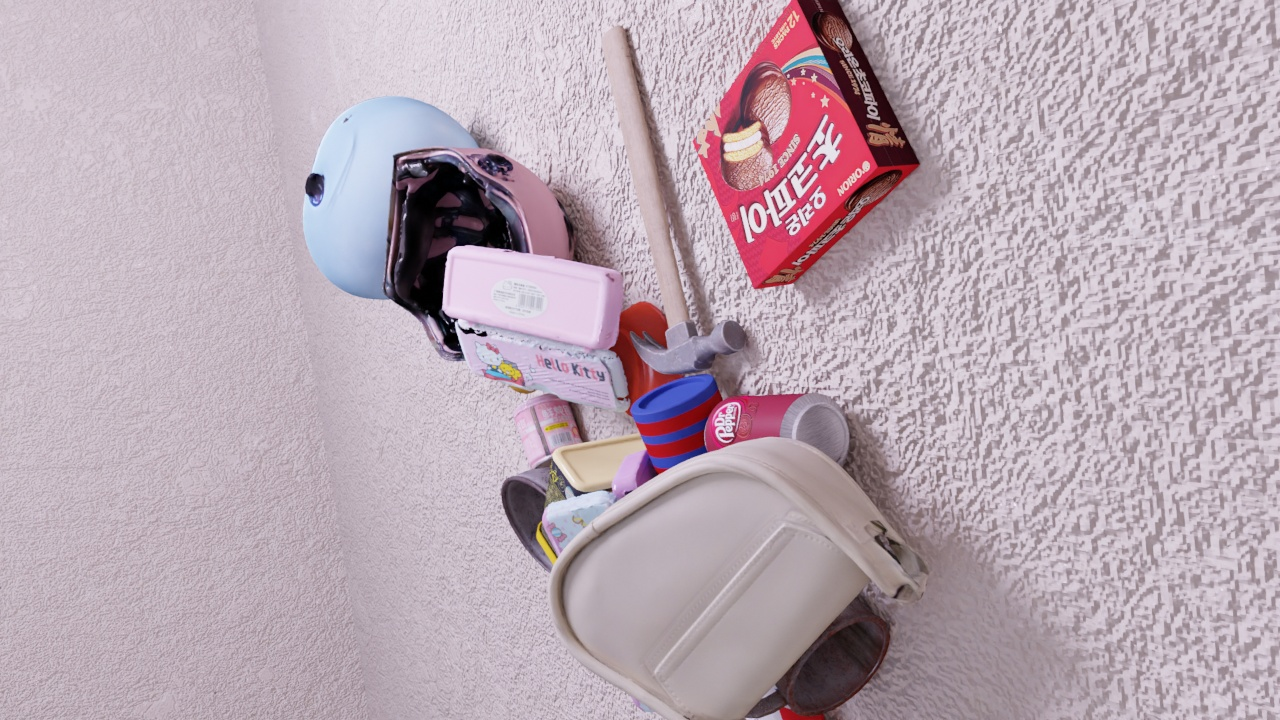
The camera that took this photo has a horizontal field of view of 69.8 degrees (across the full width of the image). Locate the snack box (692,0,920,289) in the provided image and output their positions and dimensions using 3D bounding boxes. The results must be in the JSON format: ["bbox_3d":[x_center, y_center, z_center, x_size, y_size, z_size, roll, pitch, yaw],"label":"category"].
[{"bbox_3d":[0.107,-0.146,0.640,0.152,0.035,0.132,-47,58,56],"label":"snack box"}]

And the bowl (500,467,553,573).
[{"bbox_3d":[-0.084,0.175,1.032,0.145,0.067,0.145,31,140,31],"label":"bowl"}]

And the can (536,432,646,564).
[{"bbox_3d":[-0.025,0.132,0.871,0.072,0.130,0.101,46,134,46],"label":"can"}]

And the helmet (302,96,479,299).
[{"bbox_3d":[-0.298,-0.195,1.153,0.167,0.225,0.265,26,96,49],"label":"helmet"}]

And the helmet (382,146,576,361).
[{"bbox_3d":[-0.166,-0.120,1.015,0.256,0.152,0.230,25,118,36],"label":"helmet"}]

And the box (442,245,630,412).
[{"bbox_3d":[-0.104,-0.029,0.883,0.202,0.058,0.156,12,114,30],"label":"box"}]

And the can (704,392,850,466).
[{"bbox_3d":[0.100,0.057,0.690,0.114,0.063,0.063,-7,93,61],"label":"can"}]

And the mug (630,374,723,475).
[{"bbox_3d":[0.040,0.057,0.786,0.111,0.075,0.076,-86,-26,-76],"label":"mug"}]

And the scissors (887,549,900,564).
[{"bbox_3d":[0.133,0.114,0.675,0.150,0.019,0.121,39,159,30],"label":"scissors"}]

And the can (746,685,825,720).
[{"bbox_3d":[0.111,0.287,0.737,0.070,0.070,0.132,-46,59,56],"label":"can"}]

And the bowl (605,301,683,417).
[{"bbox_3d":[-0.005,0.005,0.891,0.122,0.035,0.122,28,123,55],"label":"bowl"}]

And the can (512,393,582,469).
[{"bbox_3d":[-0.106,0.084,1.066,0.067,0.067,0.076,-48,58,55],"label":"can"}]

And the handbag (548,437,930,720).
[{"bbox_3d":[0.067,0.145,0.631,0.184,0.131,0.230,47,122,21],"label":"handbag"}]

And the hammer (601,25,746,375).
[{"bbox_3d":[0.007,-0.146,0.817,0.120,0.030,0.331,-25,75,49],"label":"hammer"}]

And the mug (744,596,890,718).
[{"bbox_3d":[0.103,0.202,0.679,0.096,0.123,0.110,54,174,-35],"label":"mug"}]

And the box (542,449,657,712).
[{"bbox_3d":[0.001,0.194,0.793,0.214,0.093,0.089,65,-162,-14],"label":"box"}]

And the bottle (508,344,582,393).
[{"bbox_3d":[-0.103,-0.006,1.045,0.187,0.053,0.053,-28,74,60],"label":"bottle"}]
